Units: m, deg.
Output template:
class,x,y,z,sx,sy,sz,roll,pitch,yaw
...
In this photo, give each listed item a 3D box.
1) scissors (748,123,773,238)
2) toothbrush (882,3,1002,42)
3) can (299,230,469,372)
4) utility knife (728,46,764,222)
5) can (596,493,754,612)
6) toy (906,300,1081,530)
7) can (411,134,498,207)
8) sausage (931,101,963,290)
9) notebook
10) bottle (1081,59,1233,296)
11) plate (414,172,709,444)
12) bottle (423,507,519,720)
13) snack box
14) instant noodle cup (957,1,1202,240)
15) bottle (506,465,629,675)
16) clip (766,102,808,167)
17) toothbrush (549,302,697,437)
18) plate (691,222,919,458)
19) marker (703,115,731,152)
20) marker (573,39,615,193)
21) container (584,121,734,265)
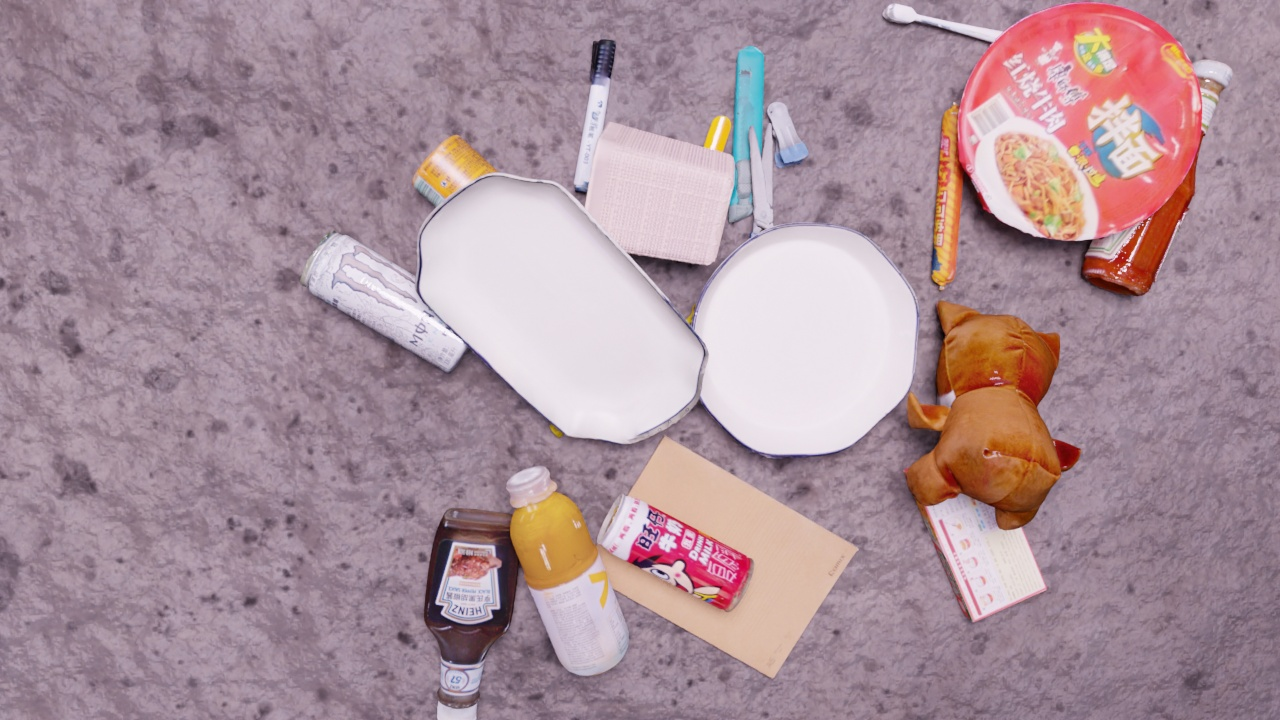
class,x,y,z,sx,sy,sz,roll,pitch,yaw
scissors,0.097,-0.117,0.803,0.125,0.012,0.174,-31,103,3
toothbrush,0.298,-0.284,0.801,0.180,0.016,0.016,11,101,-6
can,-0.210,-0.049,0.781,0.146,0.058,0.058,31,94,-6
utility knife,0.092,-0.196,0.800,0.029,0.013,0.151,1,97,-6
can,0.031,0.170,0.813,0.132,0.053,0.053,28,95,-5
toy,0.298,0.041,0.783,0.140,0.131,0.199,19,61,-10
can,-0.121,-0.121,0.776,0.146,0.058,0.058,43,93,-7
sausage,0.273,-0.145,0.812,0.021,0.021,0.165,1,97,-3
notebook,0.074,0.184,0.850,0.211,0.012,0.149,31,95,-6
bottle,0.455,-0.159,0.802,0.060,0.059,0.206,22,95,-6
plate,-0.060,-0.039,0.747,0.162,0.034,0.265,-34,114,25
bottle,-0.156,0.233,0.828,0.080,0.044,0.195,7,98,-7
snack box,0.310,0.157,0.850,0.077,0.027,0.156,-24,98,0
instant noodle cup,0.361,-0.197,0.779,0.194,0.065,0.194,1,95,5
bottle,-0.067,0.183,0.802,0.068,0.068,0.189,-19,106,-1
clip,0.125,-0.198,0.800,0.027,0.045,0.058,-18,92,0
toothbrush,-0.005,0.005,0.819,0.190,0.016,0.015,-39,97,2
plate,0.139,-0.018,0.800,0.205,0.045,0.205,-2,104,-7
marker,0.053,-0.153,0.804,0.018,0.015,0.124,18,99,-3
marker,-0.041,-0.210,0.790,0.022,0.018,0.131,11,96,4
container,0.016,-0.134,0.752,0.111,0.090,0.090,12,116,1
